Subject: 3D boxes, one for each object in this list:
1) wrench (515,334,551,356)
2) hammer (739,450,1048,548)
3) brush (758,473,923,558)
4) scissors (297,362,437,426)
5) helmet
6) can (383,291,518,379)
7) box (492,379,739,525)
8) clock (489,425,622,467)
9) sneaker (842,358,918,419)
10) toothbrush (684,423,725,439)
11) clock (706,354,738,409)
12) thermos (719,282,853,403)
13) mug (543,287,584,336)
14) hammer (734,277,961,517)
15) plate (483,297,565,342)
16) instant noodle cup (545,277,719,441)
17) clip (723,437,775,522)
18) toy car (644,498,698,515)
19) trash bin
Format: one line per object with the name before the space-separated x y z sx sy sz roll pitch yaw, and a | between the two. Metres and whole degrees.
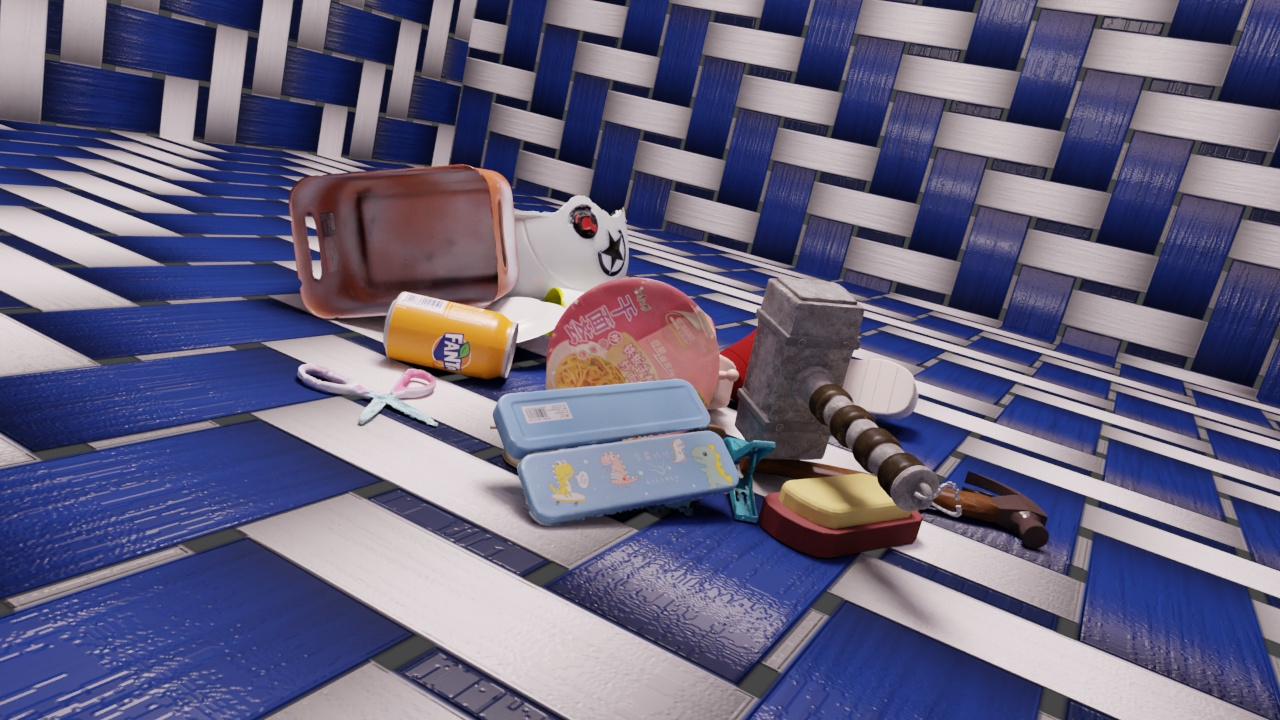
wrench | -0.123 -0.020 1.175 0.274 0.066 0.018 20 -3 43
hammer | 0.264 0.134 0.966 0.323 0.033 0.115 12 15 -3
brush | 0.190 0.139 0.852 0.173 0.042 0.082 1 18 -40
scissors | -0.273 0.031 0.924 0.173 0.014 0.170 14 17 -2
helmet | -0.140 -0.139 1.384 0.237 0.163 0.263 -12 -7 37
can | -0.218 -0.027 1.059 0.142 0.079 0.079 13 14 -2
box | -0.016 0.073 0.802 0.208 0.021 0.125 -5 50 -32
clock | -0.061 0.071 0.849 0.141 0.054 0.092 10 13 9
sneaker | 0.276 0.033 1.302 0.237 0.090 0.104 11 -11 27
toothbrush | 0.015 0.068 1.029 0.167 0.016 0.016 11 14 -6
clock | 0.043 0.027 1.092 0.131 0.086 0.160 14 -4 2
thermos | 0.202 -0.018 1.218 0.198 0.084 0.108 -32 52 -17
mug | -0.079 -0.056 1.300 0.106 0.082 0.082 7 15 -28
hammer | 0.188 0.056 0.829 0.079 0.177 0.326 3 23 -18
plate | -0.189 -0.055 1.196 0.188 0.016 0.188 -6 20 2
instant noodle cup | -0.006 0.006 0.974 0.179 0.178 0.077 14 -2 5
clip | 0.094 0.113 0.879 0.027 0.104 0.120 15 7 -8
toy car | 0.015 0.106 0.850 0.060 0.027 0.108 8 15 -19
trash bin | -0.296 -0.158 1.205 0.260 0.181 0.157 -3 10 8
